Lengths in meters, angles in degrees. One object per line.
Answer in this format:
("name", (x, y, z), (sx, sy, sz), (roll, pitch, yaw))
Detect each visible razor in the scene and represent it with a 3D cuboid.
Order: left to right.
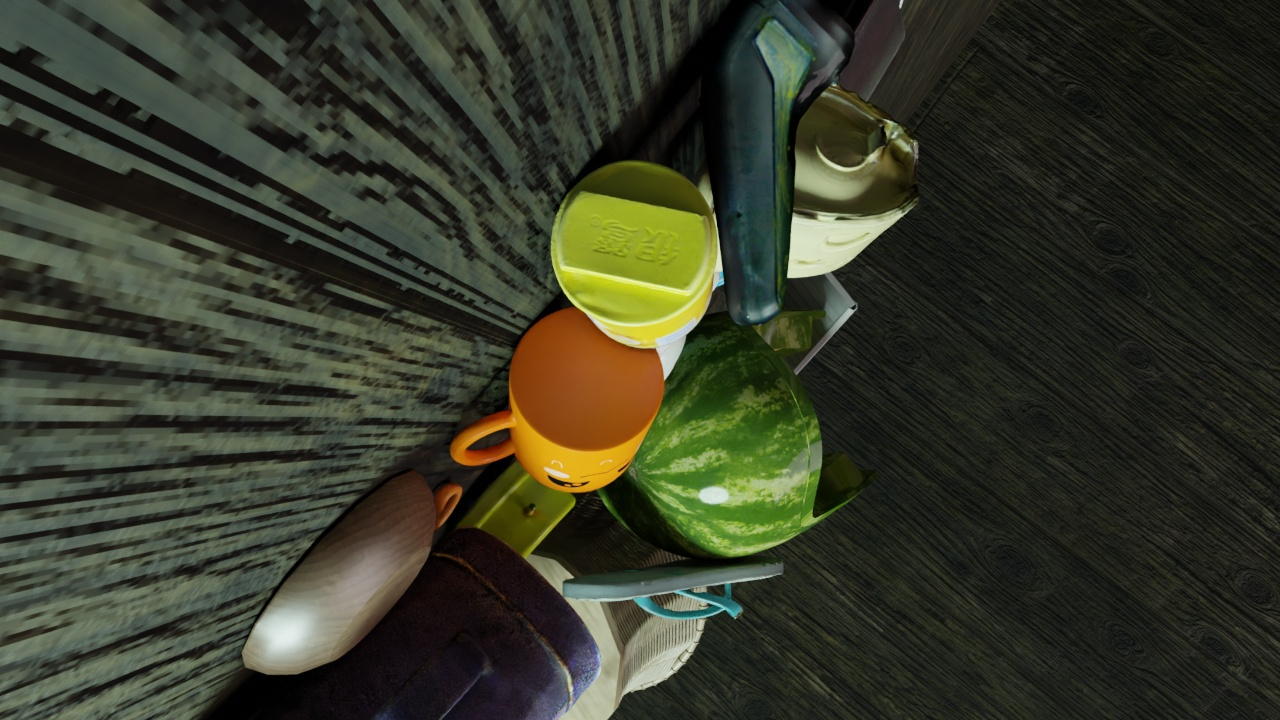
("razor", (0.059, -0.091, 0.402), (0.054, 0.067, 0.151), (-27, 117, -78))

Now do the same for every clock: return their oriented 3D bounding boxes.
("clock", (-0.097, 0.116, 0.659), (0.119, 0.057, 0.083), (-49, 177, 35))

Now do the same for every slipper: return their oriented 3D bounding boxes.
("slipper", (0.044, 0.198, 0.780), (0.098, 0.054, 0.268), (-10, 168, 35))

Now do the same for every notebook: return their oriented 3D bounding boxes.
("notebook", (0.138, -0.069, 0.925), (0.009, 0.142, 0.210), (-33, 168, -16))

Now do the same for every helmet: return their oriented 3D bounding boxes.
("helmet", (0.069, 0.066, 0.814), (0.244, 0.213, 0.246), (-17, 178, 33))

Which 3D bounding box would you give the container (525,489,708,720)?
("container", (-0.070, 0.246, 0.877), (0.227, 0.227, 0.195), (-54, 167, 16))

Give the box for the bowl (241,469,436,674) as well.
("bowl", (-0.136, 0.108, 0.443), (0.117, 0.030, 0.118), (-51, 174, -8))

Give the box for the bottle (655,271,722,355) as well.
("bottle", (0.019, -0.051, 0.579), (0.146, 0.051, 0.051), (-50, 173, -20))

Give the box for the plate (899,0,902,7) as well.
("plate", (0.130, -0.185, 0.688), (0.242, 0.016, 0.243), (-54, 167, -19))

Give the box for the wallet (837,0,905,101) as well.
("wallet", (0.132, -0.186, 0.581), (0.099, 0.031, 0.120), (-62, 165, 4))

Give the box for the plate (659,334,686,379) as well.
("plate", (-0.004, 0.004, 0.628), (0.104, 0.026, 0.104), (-38, -159, 17))

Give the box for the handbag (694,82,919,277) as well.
("handbag", (0.086, -0.095, 0.506), (0.119, 0.111, 0.081), (98, 3, -79))

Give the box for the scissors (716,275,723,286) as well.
("scissors", (0.040, -0.057, 0.674), (0.134, 0.011, 0.137), (-27, 166, 7))

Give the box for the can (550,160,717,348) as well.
("can", (0.000, -0.042, 0.411), (0.067, 0.067, 0.105), (-52, 174, -2))

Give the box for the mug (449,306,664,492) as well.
("mug", (-0.049, 0.030, 0.495), (0.112, 0.077, 0.096), (-18, 164, -14))

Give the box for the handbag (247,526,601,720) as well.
("handbag", (-0.139, 0.211, 0.507), (0.204, 0.125, 0.223), (-42, 172, -36))

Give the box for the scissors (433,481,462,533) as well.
("scissors", (-0.143, 0.122, 0.550), (0.128, 0.013, 0.063), (-57, 172, 32))
